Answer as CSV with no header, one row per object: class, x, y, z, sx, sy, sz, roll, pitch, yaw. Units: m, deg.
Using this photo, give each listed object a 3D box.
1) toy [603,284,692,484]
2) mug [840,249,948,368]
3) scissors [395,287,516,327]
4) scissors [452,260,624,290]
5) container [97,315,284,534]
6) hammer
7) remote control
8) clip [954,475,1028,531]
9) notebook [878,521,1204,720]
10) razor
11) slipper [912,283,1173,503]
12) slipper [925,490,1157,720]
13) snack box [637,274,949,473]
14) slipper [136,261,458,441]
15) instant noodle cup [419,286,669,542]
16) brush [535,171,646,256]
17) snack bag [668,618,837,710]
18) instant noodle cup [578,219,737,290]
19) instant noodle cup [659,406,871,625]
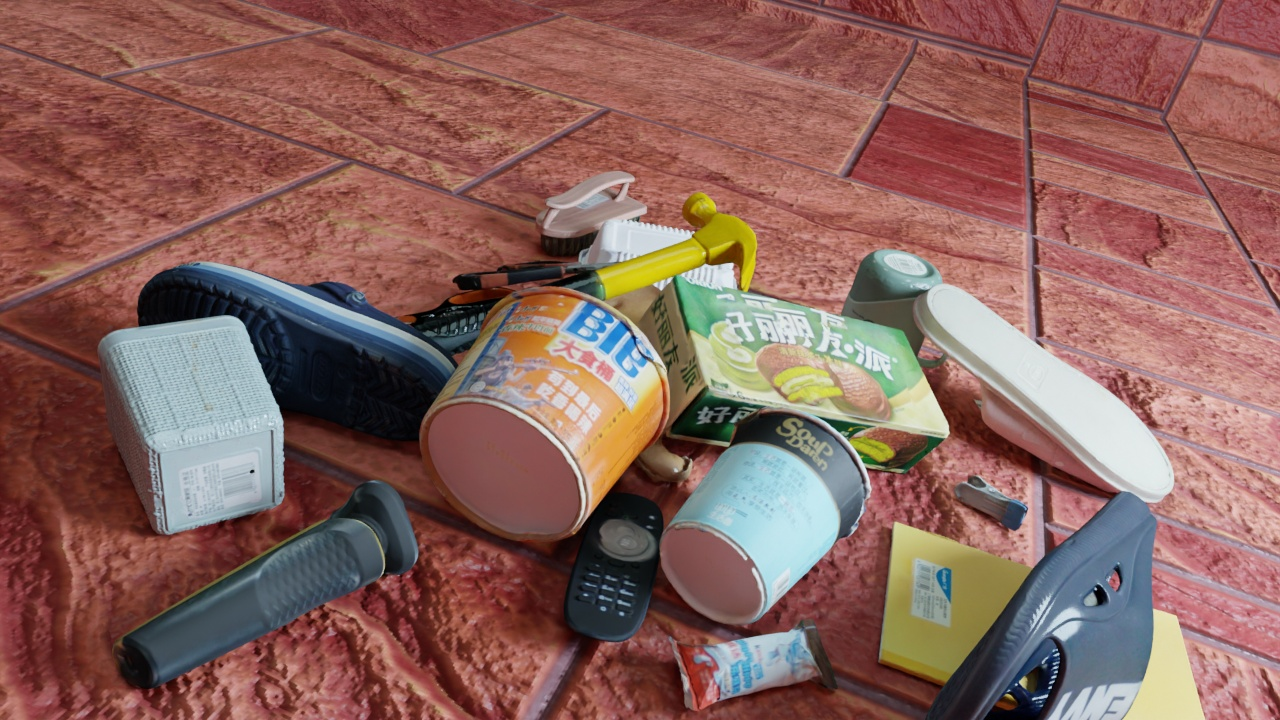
toy,-0.005,0.004,0.760,0.143,0.083,0.226,-26,46,-19
mug,0.253,-0.041,0.892,0.112,0.106,0.082,28,34,24
scissors,-0.201,-0.034,0.813,0.234,0.022,0.125,-5,25,-18
scissors,-0.068,-0.086,0.863,0.196,0.015,0.214,-12,12,-24
container,-0.284,0.042,0.588,0.089,0.090,0.111,-12,41,-33
hammer,-0.036,-0.059,0.747,0.300,0.033,0.128,-21,45,-20
remote control,-0.016,0.134,0.590,0.053,0.024,0.136,13,30,4
clip,0.281,0.113,0.734,0.028,0.024,0.057,-12,32,-40
notebook,0.267,0.187,0.617,0.206,0.010,0.145,18,32,9
razor,-0.206,0.127,0.518,0.167,0.062,0.068,-27,18,-40
slipper,0.351,0.035,0.819,0.274,0.055,0.113,38,44,3
slipper,0.268,0.160,0.549,0.267,0.111,0.083,-20,47,-43
snack box,0.122,0.015,0.725,0.239,0.063,0.114,11,46,-27
slipper,-0.245,-0.019,0.680,0.253,0.105,0.095,17,32,7
instant noodle cup,-0.068,0.042,0.614,0.151,0.152,0.111,20,40,12
brush,-0.060,-0.165,1.018,0.063,0.073,0.145,31,38,27
snack bag,0.067,0.179,0.544,0.104,0.026,0.048,-1,47,-19
instant noodle cup,0.022,-0.094,0.946,0.173,0.060,0.137,11,31,-5
instant noodle cup,0.074,0.105,0.601,0.111,0.111,0.120,28,42,25
